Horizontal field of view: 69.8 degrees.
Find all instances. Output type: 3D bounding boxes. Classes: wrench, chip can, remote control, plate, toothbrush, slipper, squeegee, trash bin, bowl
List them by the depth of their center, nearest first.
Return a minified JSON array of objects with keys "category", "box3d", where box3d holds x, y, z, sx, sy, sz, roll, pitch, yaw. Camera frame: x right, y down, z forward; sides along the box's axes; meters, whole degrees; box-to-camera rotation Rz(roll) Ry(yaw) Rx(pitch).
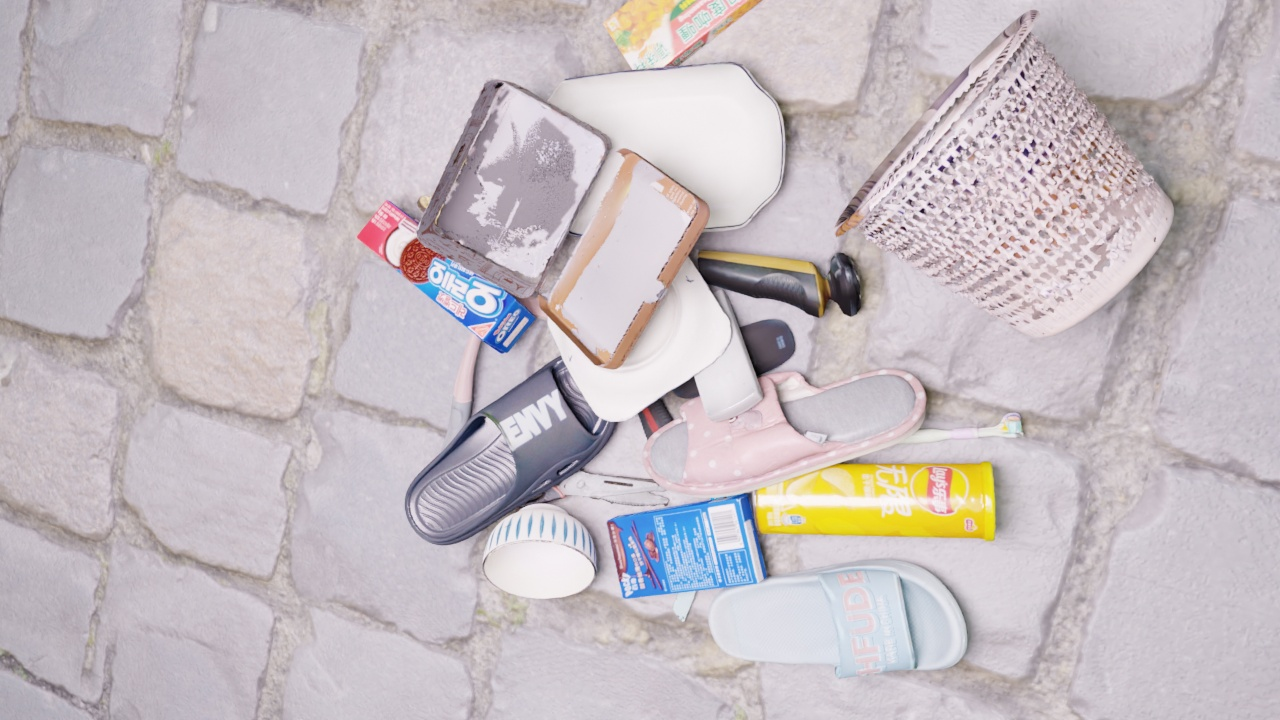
[{"category":"trash bin","box3d":[0.304,-0.132,0.750,0.192,0.227,0.228,40,104,0]},{"category":"chip can","box3d":[0.216,0.129,0.854,0.214,0.072,0.072,-2,92,19]},{"category":"slipper","box3d":[0.128,0.059,0.864,0.275,0.114,0.054,-14,132,16]},{"category":"toothbrush","box3d":[0.258,0.070,0.865,0.190,0.029,0.020,-7,131,20]},{"category":"slipper","box3d":[0.180,0.249,0.872,0.246,0.074,0.104,-7,90,20]},{"category":"remote control","box3d":[0.075,-0.005,0.886,0.056,0.019,0.135,-28,52,16]},{"category":"plate","box3d":[-0.010,-0.039,0.898,0.164,0.034,0.164,-35,66,9]},{"category":"remote control","box3d":[0.087,-0.001,0.915,0.137,0.024,0.053,-22,87,18]},{"category":"plate","box3d":[0.014,-0.207,0.917,0.266,0.034,0.162,-1,98,17]},{"category":"slipper","box3d":[-0.135,0.096,0.932,0.268,0.083,0.110,-38,83,5]},{"category":"wrench","box3d":[-0.006,0.005,0.948,0.056,0.016,0.273,-21,86,6]},{"category":"bowl","box3d":[-0.103,0.192,0.957,0.117,0.116,0.066,-18,43,19]},{"category":"squeegee","box3d":[-0.189,0.031,1.003,0.248,0.040,0.250,16,99,16]}]

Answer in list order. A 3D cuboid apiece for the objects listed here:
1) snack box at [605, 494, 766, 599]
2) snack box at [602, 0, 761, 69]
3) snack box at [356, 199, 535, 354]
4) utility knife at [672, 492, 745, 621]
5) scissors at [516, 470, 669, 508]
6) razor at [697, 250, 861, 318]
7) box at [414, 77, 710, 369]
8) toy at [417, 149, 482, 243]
[{"category":"snack box","box3d":[0.044,0.189,0.924,0.157,0.026,0.084,-15,87,29]},{"category":"snack box","box3d":[0.046,-0.350,0.909,0.156,0.027,0.077,-34,84,17]},{"category":"snack box","box3d":[-0.207,-0.090,0.974,0.207,0.057,0.058,37,86,21]},{"category":"utility knife","box3d":[0.076,0.169,0.932,0.034,0.018,0.216,23,101,15]},{"category":"scissors","box3d":[-0.078,0.115,0.973,0.206,0.015,0.196,-33,85,10]},{"category":"razor","box3d":[0.132,-0.082,0.887,0.168,0.062,0.067,12,66,23]},{"category":"box","box3d":[-0.074,-0.132,0.870,0.274,0.124,0.179,35,106,17]},{"category":"toy","box3d":[-0.161,-0.195,0.968,0.157,0.066,0.105,-44,86,-1]}]
